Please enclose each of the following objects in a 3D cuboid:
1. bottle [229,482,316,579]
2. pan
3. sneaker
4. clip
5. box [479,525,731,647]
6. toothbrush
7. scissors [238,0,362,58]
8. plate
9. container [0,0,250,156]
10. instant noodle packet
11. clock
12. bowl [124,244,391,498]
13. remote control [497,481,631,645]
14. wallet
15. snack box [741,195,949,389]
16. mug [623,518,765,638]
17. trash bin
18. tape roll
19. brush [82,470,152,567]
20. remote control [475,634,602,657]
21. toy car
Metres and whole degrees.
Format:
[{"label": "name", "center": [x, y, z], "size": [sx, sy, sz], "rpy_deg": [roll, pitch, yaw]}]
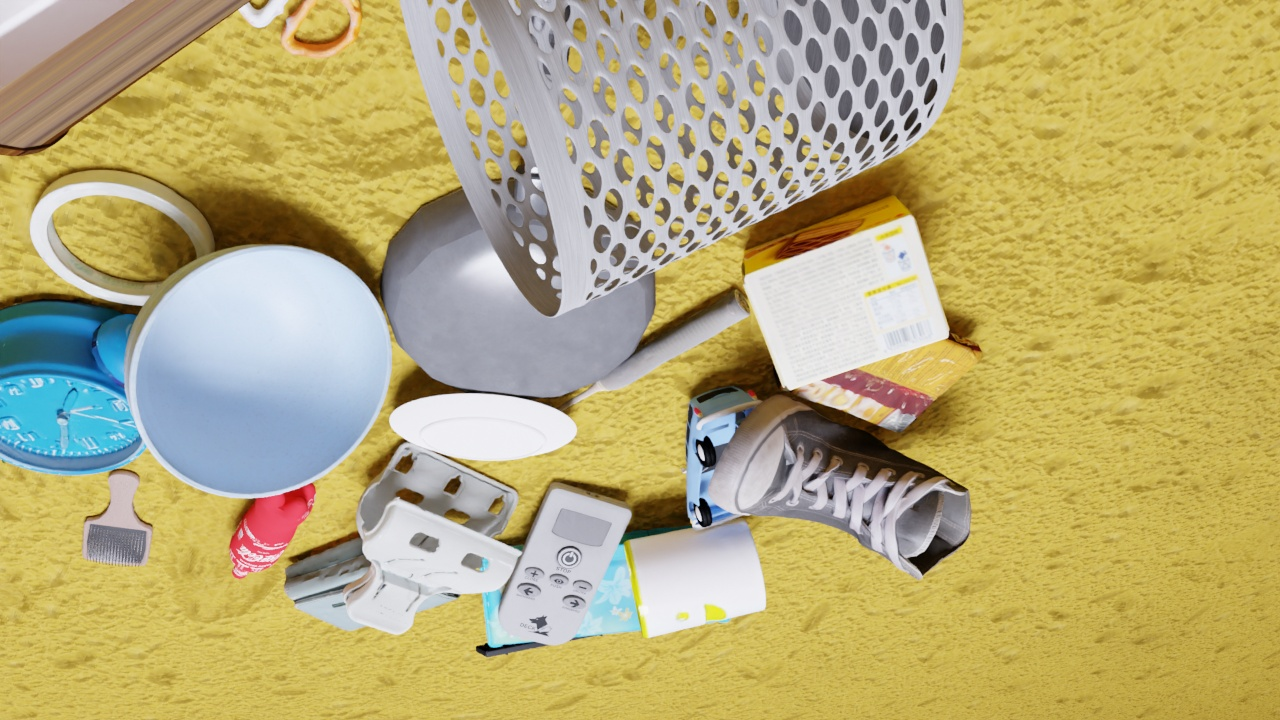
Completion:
[{"label": "bottle", "center": [-0.303, 0.139, 0.742], "size": [0.042, 0.041, 0.142], "rpy_deg": [19, 132, -29]}, {"label": "pan", "center": [-0.061, -0.092, 0.520], "size": [0.178, 0.041, 0.358], "rpy_deg": [1, 138, -12]}, {"label": "sneaker", "center": [0.149, 0.097, 0.668], "size": [0.234, 0.120, 0.095], "rpy_deg": [25, 93, -49]}, {"label": "clip", "center": [-0.167, 0.154, 0.718], "size": [0.126, 0.105, 0.151], "rpy_deg": [34, 80, -35]}, {"label": "box", "center": [-0.031, 0.229, 0.870], "size": [0.227, 0.084, 0.172], "rpy_deg": [-5, 139, -5]}, {"label": "toothbrush", "center": [-0.004, 0.004, 0.655], "size": [0.186, 0.024, 0.022], "rpy_deg": [-31, 95, 24]}, {"label": "scissors", "center": [-0.138, -0.192, 0.416], "size": [0.065, 0.013, 0.129], "rpy_deg": [28, 128, -35]}, {"label": "plate", "center": [-0.114, 0.054, 0.669], "size": [0.134, 0.011, 0.135], "rpy_deg": [0, 156, 0]}, {"label": "container", "center": [-0.204, -0.174, 0.345], "size": [0.167, 0.132, 0.132], "rpy_deg": [-24, 137, 9]}, {"label": "instant noodle packet", "center": [0.174, 0.003, 0.673], "size": [0.135, 0.039, 0.099], "rpy_deg": [18, 136, -22]}, {"label": "clock", "center": [-0.344, 0.018, 0.582], "size": [0.161, 0.060, 0.117], "rpy_deg": [-9, 138, -3]}, {"label": "bowl", "center": [-0.234, -0.001, 0.545], "size": [0.075, 0.150, 0.150], "rpy_deg": [19, 159, 41]}, {"label": "remote control", "center": [-0.069, 0.180, 0.794], "size": [0.074, 0.019, 0.151], "rpy_deg": [19, 107, -15]}, {"label": "wallet", "center": [-0.238, 0.198, 0.818], "size": [0.132, 0.054, 0.100], "rpy_deg": [-19, 137, 18]}, {"label": "snack box", "center": [0.125, -0.042, 0.573], "size": [0.106, 0.061, 0.083], "rpy_deg": [-19, 109, 12]}, {"label": "mug", "center": [0.045, 0.184, 0.782], "size": [0.106, 0.082, 0.083], "rpy_deg": [-12, 139, -4]}, {"label": "trash bin", "center": [0.016, -0.125, 0.381], "size": [0.183, 0.156, 0.157], "rpy_deg": [-24, 142, -15]}, {"label": "tape roll", "center": [-0.296, -0.068, 0.527], "size": [0.093, 0.013, 0.093], "rpy_deg": [-5, 139, -4]}, {"label": "brush", "center": [-0.417, 0.131, 0.733], "size": [0.049, 0.015, 0.136], "rpy_deg": [13, 135, -22]}, {"label": "remote control", "center": [-0.087, 0.268, 0.885], "size": [0.139, 0.009, 0.030], "rpy_deg": [-2, 175, -29]}, {"label": "toy car", "center": [0.064, 0.078, 0.726], "size": [0.056, 0.054, 0.154], "rpy_deg": [-17, 140, -13]}]
